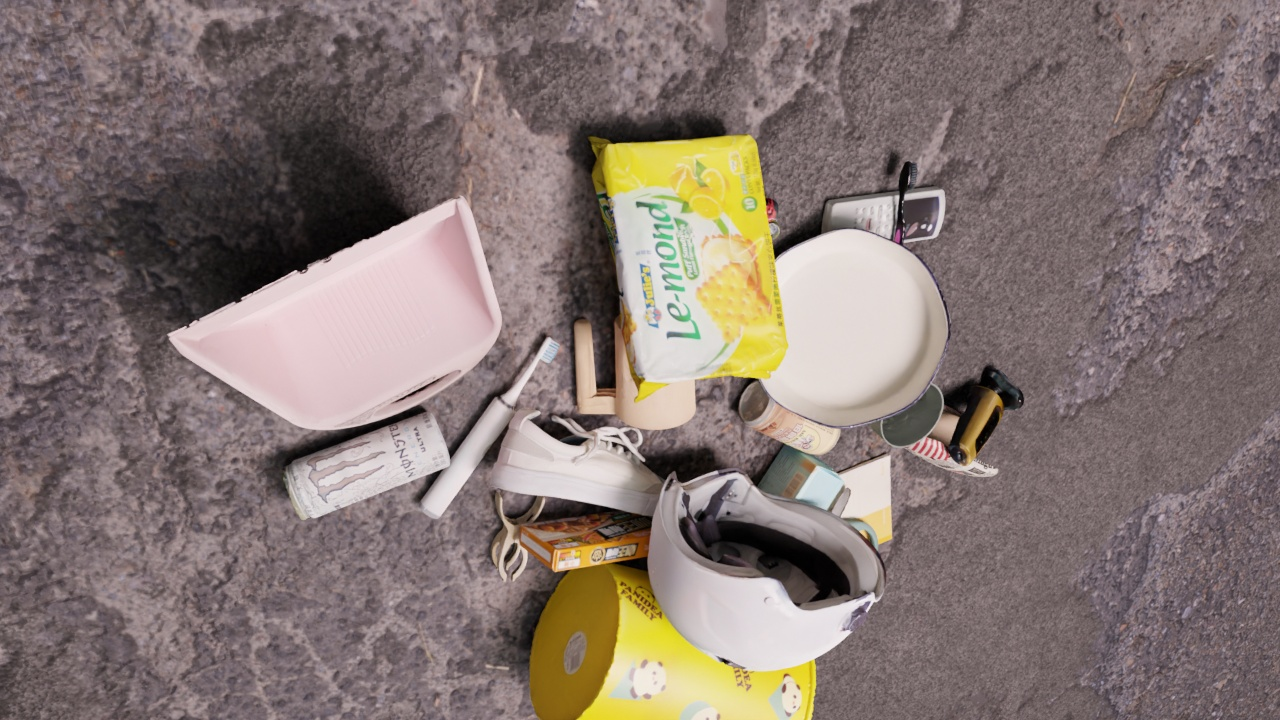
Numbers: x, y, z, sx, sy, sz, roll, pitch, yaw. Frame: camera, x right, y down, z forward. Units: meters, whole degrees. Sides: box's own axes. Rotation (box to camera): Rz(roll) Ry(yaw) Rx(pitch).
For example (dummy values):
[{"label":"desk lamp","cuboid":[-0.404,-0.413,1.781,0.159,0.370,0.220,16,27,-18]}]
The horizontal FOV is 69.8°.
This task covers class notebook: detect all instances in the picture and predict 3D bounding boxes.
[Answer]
[{"label":"notebook","cuboid":[0.236,0.213,1.187,0.206,0.010,0.146,-19,121,-14]}]

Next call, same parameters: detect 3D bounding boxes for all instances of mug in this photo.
[{"label":"mug","cuboid":[0.269,0.033,1.052,0.124,0.103,0.084,24,104,-31]},{"label":"mug","cuboid":[-0.006,0.005,0.936,0.125,0.084,0.104,1,117,5]}]

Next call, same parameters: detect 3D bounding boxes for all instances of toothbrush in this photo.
[{"label":"toothbrush","cuboid":[-0.152,0.067,0.925,0.026,0.026,0.221,35,98,-12]},{"label":"toothbrush","cuboid":[0.283,-0.126,1.003,0.017,0.014,0.189,-18,123,-29]}]

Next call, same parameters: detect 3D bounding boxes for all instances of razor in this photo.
[{"label":"razor","cuboid":[0.423,0.074,1.133,0.167,0.068,0.062,-42,128,-42]}]

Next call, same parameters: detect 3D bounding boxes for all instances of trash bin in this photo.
[{"label":"trash bin","cuboid":[0.029,0.350,1.046,0.255,0.229,0.230,25,103,-27]}]

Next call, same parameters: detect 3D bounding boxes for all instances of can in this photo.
[{"label":"can","cuboid":[0.171,0.066,1.051,0.116,0.058,0.058,25,103,-32]},{"label":"can","cuboid":[-0.259,0.099,0.874,0.146,0.058,0.058,-20,122,-14]}]

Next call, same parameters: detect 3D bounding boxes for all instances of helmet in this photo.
[{"label":"helmet","cuboid":[0.117,0.229,0.945,0.258,0.229,0.146,8,113,-44]}]

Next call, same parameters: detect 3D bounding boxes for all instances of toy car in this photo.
[{"label":"toy car","cuboid":[0.110,-0.108,0.937,0.045,0.052,0.121,15,115,-4]}]

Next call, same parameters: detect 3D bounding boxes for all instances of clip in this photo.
[{"label":"clip","cuboid":[-0.134,0.189,0.996,0.066,0.034,0.099,9,103,-27]}]

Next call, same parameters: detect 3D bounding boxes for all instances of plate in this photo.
[{"label":"plate","cuboid":[0.215,-0.032,0.961,0.205,0.205,0.045,-57,166,11]}]

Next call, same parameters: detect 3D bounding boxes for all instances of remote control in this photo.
[{"label":"remote control","cuboid":[0.267,-0.154,1.003,0.149,0.021,0.058,-11,120,-18]}]

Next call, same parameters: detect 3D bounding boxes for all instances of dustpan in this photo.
[{"label":"dustpan","cuboid":[-0.211,-0.015,0.751,0.222,0.273,0.139,-27,99,-6]}]

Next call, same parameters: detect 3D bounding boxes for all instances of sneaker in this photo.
[{"label":"sneaker","cuboid":[-0.046,0.108,0.967,0.242,0.090,0.090,19,80,-40]}]

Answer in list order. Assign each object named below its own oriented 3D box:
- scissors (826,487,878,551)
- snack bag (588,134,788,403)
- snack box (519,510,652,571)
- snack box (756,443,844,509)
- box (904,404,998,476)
[{"label":"scissors","cuboid":[0.252,0.243,1.192,0.181,0.019,0.170,19,105,-29]},{"label":"snack bag","cuboid":[0.044,-0.093,0.857,0.157,0.068,0.246,-9,90,-21]},{"label":"snack box","cuboid":[-0.047,0.192,0.990,0.153,0.075,0.026,-1,103,-37]},{"label":"snack box","cuboid":[0.162,0.189,1.091,0.051,0.074,0.175,30,95,-26]},{"label":"box","cuboid":[0.389,0.111,1.159,0.162,0.087,0.076,24,119,-34]}]
